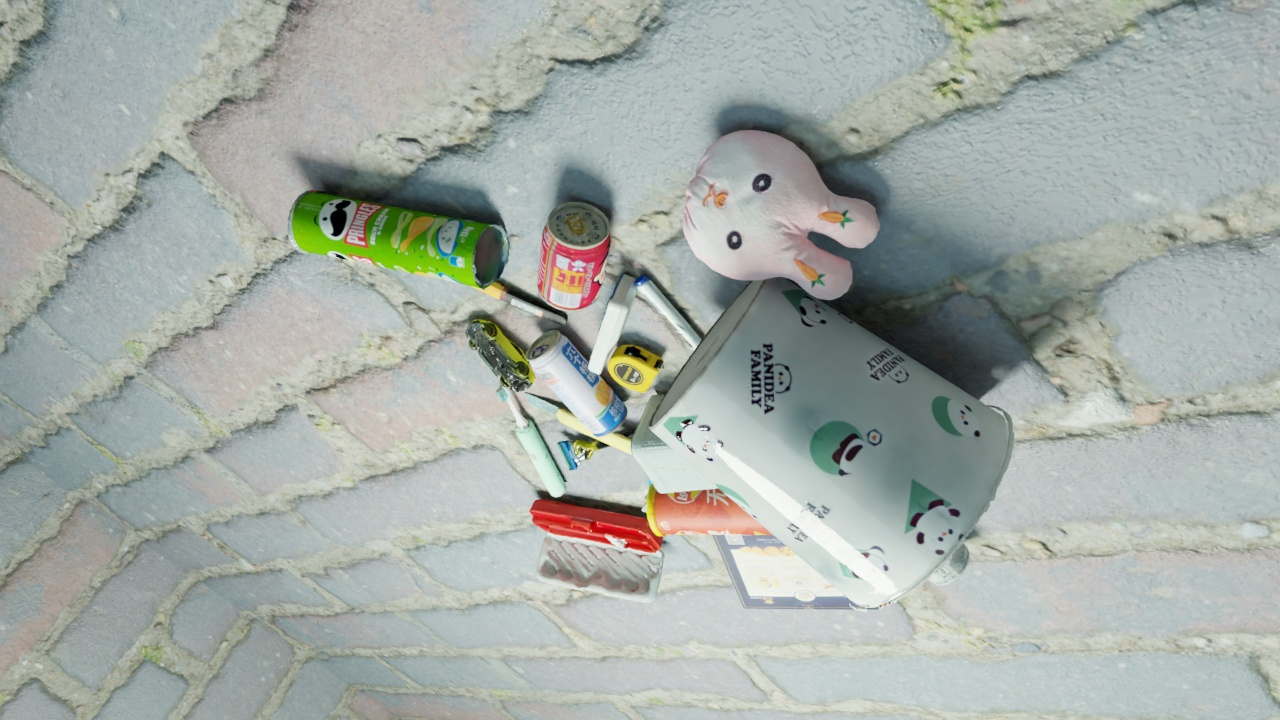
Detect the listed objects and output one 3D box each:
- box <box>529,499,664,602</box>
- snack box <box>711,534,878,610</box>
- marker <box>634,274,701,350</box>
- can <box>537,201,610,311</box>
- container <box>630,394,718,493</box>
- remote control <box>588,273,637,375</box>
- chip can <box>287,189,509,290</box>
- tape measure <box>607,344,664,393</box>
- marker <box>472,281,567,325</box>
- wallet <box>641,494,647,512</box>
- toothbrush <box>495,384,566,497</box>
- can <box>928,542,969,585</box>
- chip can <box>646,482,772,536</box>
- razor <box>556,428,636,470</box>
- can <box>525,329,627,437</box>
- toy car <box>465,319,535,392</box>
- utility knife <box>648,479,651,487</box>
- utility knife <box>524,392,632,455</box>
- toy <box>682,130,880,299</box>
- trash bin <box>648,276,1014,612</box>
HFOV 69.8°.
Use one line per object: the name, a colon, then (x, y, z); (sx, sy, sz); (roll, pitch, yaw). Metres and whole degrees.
box: (-0.070, 0.277, 1.328); (0.202, 0.099, 0.110); (5, 150, 27)
snack box: (0.197, 0.246, 1.145); (0.178, 0.045, 0.183); (-5, 134, 20)
marker: (0.044, -0.034, 0.956); (0.017, 0.016, 0.146); (-18, 124, 44)
can: (-0.066, -0.102, 0.901); (0.066, 0.066, 0.094); (23, 143, 6)
container: (0.066, 0.092, 1.036); (0.112, 0.089, 0.090); (-6, 132, 33)
remote control: (-0.030, -0.037, 0.971); (0.024, 0.048, 0.125); (24, 144, 0)
chip can: (-0.261, -0.131, 0.985); (0.236, 0.072, 0.072); (12, 141, 18)
tape measure: (-0.006, 0.006, 1.025); (0.057, 0.028, 0.060); (27, 143, -1)
marker: (-0.139, -0.069, 1.031); (0.124, 0.015, 0.018); (25, 145, 0)
wallet: (0.075, 0.190, 1.177); (0.129, 0.036, 0.107); (21, 141, -6)
toothbrush: (-0.146, 0.109, 1.235); (0.026, 0.027, 0.225); (11, 141, 30)
can: (0.300, 0.190, 1.030); (0.146, 0.058, 0.058); (38, 142, -15)
chip can: (0.119, 0.169, 1.067); (0.217, 0.073, 0.073); (-4, 134, 22)
razor: (-0.046, 0.106, 1.177); (0.143, 0.022, 0.042); (-19, 102, 38)
can: (-0.074, 0.027, 1.071); (0.053, 0.053, 0.134); (-13, 128, 41)
toy car: (-0.167, -0.009, 1.106); (0.105, 0.032, 0.048); (50, 139, -10)
utility knife: (0.023, 0.153, 1.190); (0.034, 0.018, 0.235); (6, 140, 5)
utility knife: (-0.064, 0.085, 1.149); (0.202, 0.021, 0.031); (19, 134, 17)
toy: (0.114, -0.117, 0.757); (0.159, 0.054, 0.121); (24, 106, 2)
trash bin: (0.161, 0.061, 0.840); (0.252, 0.228, 0.230); (37, 143, -3)
